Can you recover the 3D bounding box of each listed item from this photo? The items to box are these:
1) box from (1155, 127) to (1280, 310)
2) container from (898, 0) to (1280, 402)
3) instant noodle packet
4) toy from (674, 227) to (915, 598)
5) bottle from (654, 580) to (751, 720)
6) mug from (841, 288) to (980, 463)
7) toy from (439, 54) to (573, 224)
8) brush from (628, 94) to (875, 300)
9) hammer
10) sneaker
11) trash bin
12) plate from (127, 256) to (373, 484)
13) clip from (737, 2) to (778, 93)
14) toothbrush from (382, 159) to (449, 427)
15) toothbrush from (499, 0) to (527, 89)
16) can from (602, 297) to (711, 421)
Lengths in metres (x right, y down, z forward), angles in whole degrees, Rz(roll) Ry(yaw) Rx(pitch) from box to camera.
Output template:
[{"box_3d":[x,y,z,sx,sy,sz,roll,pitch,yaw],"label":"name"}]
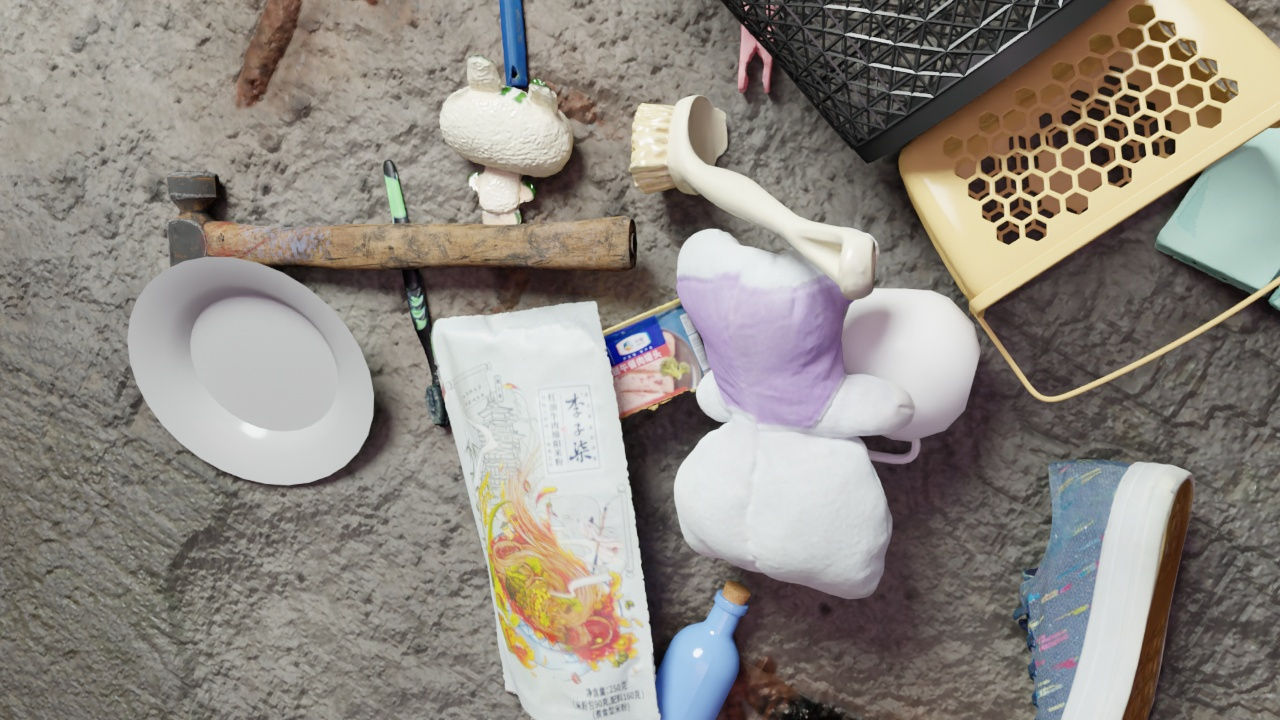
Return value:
[{"box_3d":[0.408,-0.113,0.523,0.138,0.056,0.187,32,100,11],"label":"box"},{"box_3d":[0.255,-0.086,0.499,0.184,0.129,0.167,-36,78,16],"label":"container"},{"box_3d":[-0.064,0.101,0.589,0.147,0.057,0.269,-4,101,35],"label":"instant noodle packet"},{"box_3d":[0.077,0.034,0.508,0.138,0.085,0.209,4,109,31],"label":"toy"},{"box_3d":[0.037,0.205,0.603,0.048,0.048,0.131,25,98,6],"label":"bottle"},{"box_3d":[0.158,0.016,0.556,0.076,0.090,0.124,15,129,19],"label":"mug"},{"box_3d":[-0.087,-0.144,0.592,0.087,0.050,0.112,12,137,3],"label":"toy"},{"box_3d":[0.051,-0.090,0.483,0.077,0.272,0.062,-24,120,-5],"label":"brush"},{"box_3d":[-0.164,-0.067,0.610,0.331,0.033,0.120,2,99,13],"label":"hammer"},{"box_3d":[0.268,0.169,0.561,0.079,0.087,0.235,16,102,42],"label":"sneaker"},{"box_3d":[0.118,-0.252,0.480,0.217,0.216,0.243,-35,95,10],"label":"trash bin"},{"box_3d":[-0.262,0.008,0.627,0.173,0.019,0.173,4,118,7],"label":"plate"},{"box_3d":[0.066,-0.198,0.580,0.041,0.023,0.059,12,91,12],"label":"clip"},{"box_3d":[-0.155,-0.045,0.628,0.014,0.017,0.188,-11,92,11],"label":"toothbrush"},{"box_3d":[-0.089,-0.274,0.598,0.016,0.017,0.190,-4,94,9],"label":"toothbrush"},{"box_3d":[-0.003,0.003,0.590,0.100,0.054,0.059,-24,92,10],"label":"can"}]
